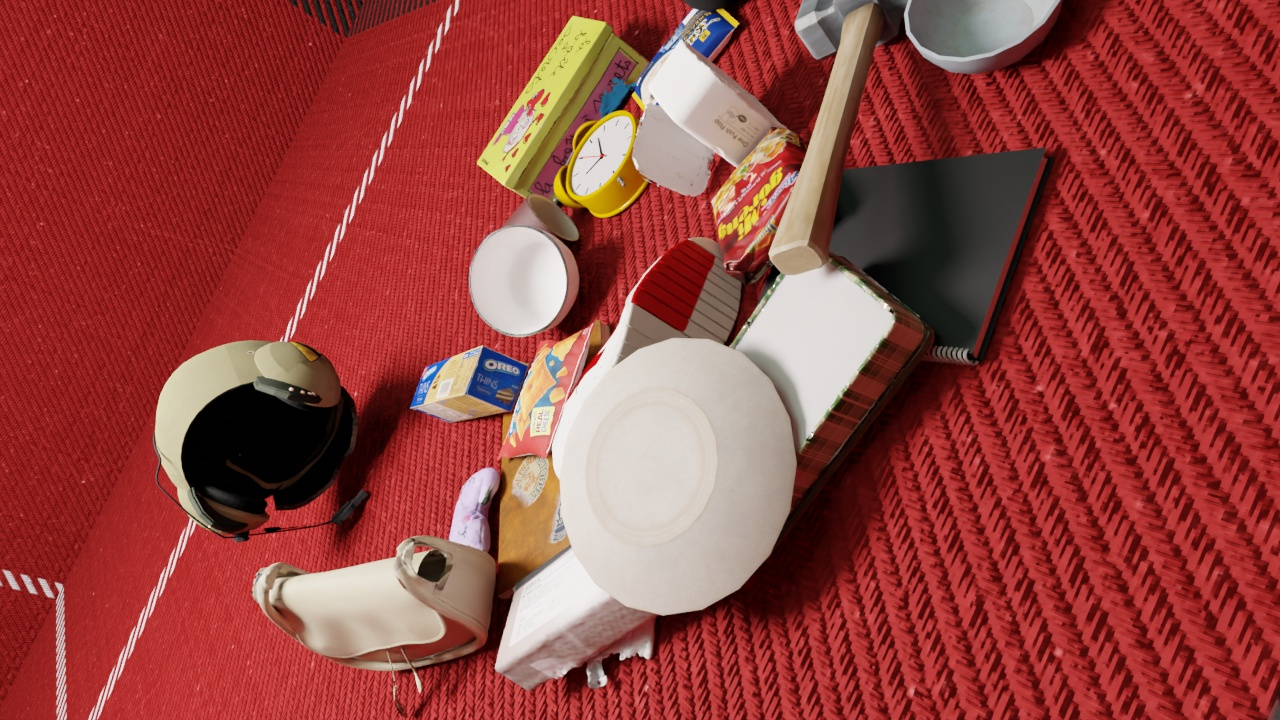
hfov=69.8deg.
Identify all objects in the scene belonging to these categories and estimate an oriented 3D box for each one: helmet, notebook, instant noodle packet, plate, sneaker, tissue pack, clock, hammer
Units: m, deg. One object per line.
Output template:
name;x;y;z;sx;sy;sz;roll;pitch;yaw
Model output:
helmet;-0.461;0.089;1.143;0.250;0.255;0.233;-59;37;2
notebook;0.173;-0.074;0.656;0.207;0.016;0.149;9;73;55
instant noodle packet;0.046;-0.322;0.989;0.134;0.026;0.087;-49;39;19
plate;0.012;0.073;0.619;0.189;0.027;0.188;-11;70;32
sneaker;-0.004;0.005;0.770;0.104;0.090;0.236;-12;51;64
tissue pack;-0.033;0.187;0.709;0.182;0.071;0.103;-37;25;28
clock;-0.041;-0.216;1.006;0.152;0.052;0.113;13;77;52
instant noodle packet;0.101;-0.129;0.751;0.099;0.039;0.135;-43;27;26
notebook;-0.076;0.093;0.866;0.179;0.014;0.248;-37;41;33
hammer;0.148;-0.190;0.676;0.118;0.051;0.321;-15;43;42

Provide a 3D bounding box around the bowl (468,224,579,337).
bowl;-0.115;-0.084;0.963;0.116;0.065;0.116;2;97;20

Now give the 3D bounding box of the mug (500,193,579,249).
mug;-0.127;-0.143;1.045;0.083;0.073;0.105;-45;39;24

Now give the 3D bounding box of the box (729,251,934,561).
box;0.099;0.030;0.631;0.206;0.050;0.117;-59;39;17

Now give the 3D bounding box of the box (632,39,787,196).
box;0.045;-0.199;0.830;0.130;0.110;0.103;-49;35;17

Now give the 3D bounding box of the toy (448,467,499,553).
toy;-0.166;0.156;0.918;0.080;0.036;0.099;-40;38;44

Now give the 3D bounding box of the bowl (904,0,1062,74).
bowl;0.244;-0.243;0.645;0.106;0.039;0.106;-14;61;27

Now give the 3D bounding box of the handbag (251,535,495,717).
handbag;-0.235;0.241;0.839;0.230;0.184;0.131;-17;55;26

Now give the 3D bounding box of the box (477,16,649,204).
box;-0.095;-0.300;1.111;0.221;0.082;0.124;-56;34;10

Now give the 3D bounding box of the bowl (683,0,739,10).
bowl;0.076;-0.403;0.962;0.124;0.053;0.123;-7;42;6

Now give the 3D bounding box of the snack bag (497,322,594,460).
snack bag;-0.089;0.034;0.871;0.144;0.039;0.130;-12;56;64

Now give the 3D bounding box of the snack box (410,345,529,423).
snack box;-0.190;0.028;0.996;0.207;0.056;0.057;-13;57;60
